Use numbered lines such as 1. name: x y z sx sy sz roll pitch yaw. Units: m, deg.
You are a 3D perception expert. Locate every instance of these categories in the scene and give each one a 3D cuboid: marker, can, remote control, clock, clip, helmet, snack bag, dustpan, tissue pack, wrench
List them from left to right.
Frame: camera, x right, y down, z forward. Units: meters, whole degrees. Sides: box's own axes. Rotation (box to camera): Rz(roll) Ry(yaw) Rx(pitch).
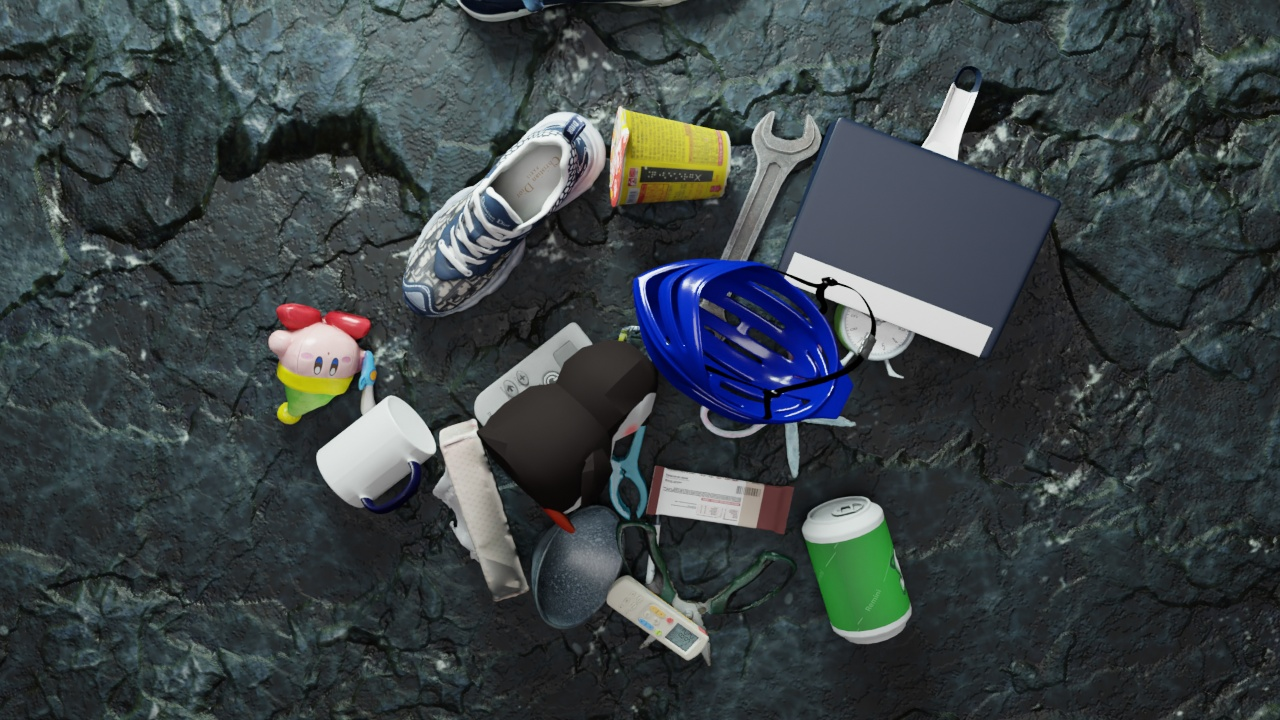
1. tissue pack: -0.177 0.161 0.983 0.071 0.104 0.181 -21 99 -12
2. remote control: -0.109 0.031 1.001 0.151 0.019 0.074 -38 95 5
3. clip: -0.012 0.116 1.009 0.097 0.026 0.116 -13 97 5
4. marker: 0.013 0.224 1.029 0.011 0.011 0.152 5 97 0
5. remote control: 0.018 0.284 1.012 0.125 0.018 0.038 38 103 -10
6. snack bag: 0.088 0.154 1.011 0.158 0.013 0.057 9 95 -7
7. wrench: 0.112 -0.137 0.980 0.070 0.010 0.273 23 97 -2
8. helmet: 0.115 -0.026 0.878 0.241 0.228 0.147 33 73 -11
9. can: 0.232 0.224 0.987 0.088 0.087 0.140 -18 97 3
10. clock: 0.250 -0.049 0.973 0.094 0.042 0.119 13 98 -2
11. dustpan: 0.296 -0.174 0.946 0.236 0.080 0.273 21 101 0

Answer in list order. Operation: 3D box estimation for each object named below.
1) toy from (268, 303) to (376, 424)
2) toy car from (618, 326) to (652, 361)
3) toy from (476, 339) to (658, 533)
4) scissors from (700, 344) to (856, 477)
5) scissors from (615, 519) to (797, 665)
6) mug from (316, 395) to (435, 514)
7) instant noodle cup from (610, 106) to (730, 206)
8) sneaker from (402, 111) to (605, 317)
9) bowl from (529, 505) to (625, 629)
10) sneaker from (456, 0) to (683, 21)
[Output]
1. toy: -0.344 0.010 0.986 0.124 0.097 0.131 9 90 -40
2. toy car: -0.006 0.006 0.991 0.039 0.027 0.090 9 107 9
3. toy: -0.066 0.052 0.924 0.184 0.159 0.140 -45 132 -8
4. scissors: 0.149 0.046 1.003 0.177 0.013 0.170 -4 100 0
5. scissors: 0.072 0.243 1.021 0.205 0.015 0.202 -24 104 1
6. mug: -0.274 0.109 0.974 0.097 0.078 0.112 -37 57 5
7. instant noodle cup: 0.029 -0.203 0.938 0.112 0.100 0.100 2 97 -10
8. sneaker: -0.147 -0.145 0.922 0.269 0.132 0.103 -43 97 7
9. bowl: -0.082 0.215 0.996 0.057 0.136 0.137 15 100 39
10. sneaker: -0.046 -0.394 0.893 0.294 0.127 0.121 -8 96 0
